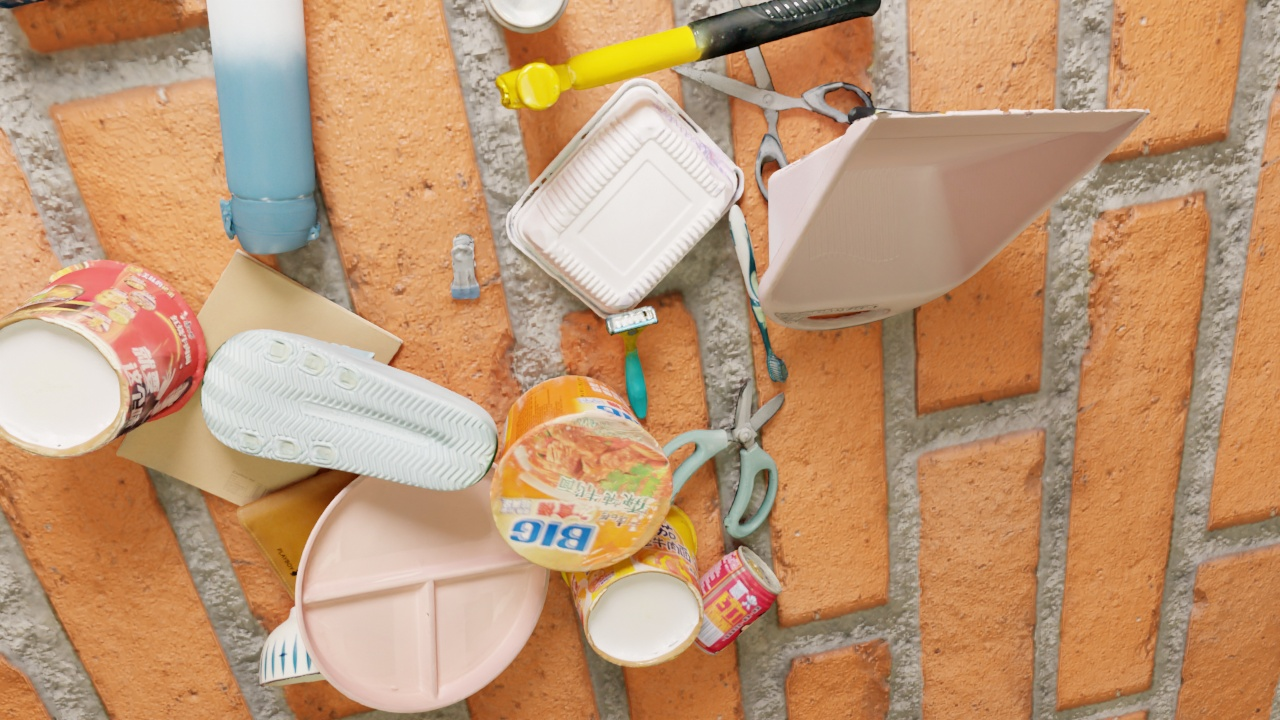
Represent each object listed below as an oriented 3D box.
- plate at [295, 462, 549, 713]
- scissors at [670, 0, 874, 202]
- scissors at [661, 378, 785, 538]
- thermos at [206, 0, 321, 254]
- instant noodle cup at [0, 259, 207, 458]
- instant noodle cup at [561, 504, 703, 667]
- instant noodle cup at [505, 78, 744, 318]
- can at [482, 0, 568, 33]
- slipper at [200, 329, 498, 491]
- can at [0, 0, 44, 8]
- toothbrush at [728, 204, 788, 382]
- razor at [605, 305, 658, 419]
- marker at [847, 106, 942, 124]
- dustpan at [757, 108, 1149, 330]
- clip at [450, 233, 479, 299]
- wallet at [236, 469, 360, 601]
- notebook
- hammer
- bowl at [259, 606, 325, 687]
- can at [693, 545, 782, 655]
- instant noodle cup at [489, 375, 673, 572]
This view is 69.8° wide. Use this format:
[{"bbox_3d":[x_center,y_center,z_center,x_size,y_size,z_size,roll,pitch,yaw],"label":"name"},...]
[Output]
[{"bbox_3d":[-0.187,0.191,0.809,0.229,0.028,0.229,-1,92,-32],"label":"plate"},{"bbox_3d":[0.110,-0.212,0.745,0.159,0.014,0.181,-16,114,-3],"label":"scissors"},{"bbox_3d":[0.086,0.108,0.870,0.170,0.019,0.181,-40,122,-7],"label":"scissors"},{"bbox_3d":[-0.272,-0.186,0.659,0.070,0.070,0.221,0,113,-10],"label":"thermos"},{"bbox_3d":[-0.413,0.004,0.686,0.138,0.108,0.138,-1,109,-4],"label":"instant noodle cup"},{"bbox_3d":[-0.005,0.209,0.857,0.138,0.109,0.138,-3,114,-8],"label":"instant noodle cup"},{"bbox_3d":[-0.009,-0.121,0.739,0.138,0.060,0.173,40,100,-23],"label":"instant noodle cup"},{"bbox_3d":[-0.082,-0.259,0.632,0.058,0.116,0.058,-4,113,-9],"label":"can"},{"bbox_3d":[-0.233,0.038,0.749,0.245,0.074,0.104,16,103,-1],"label":"slipper"},{"bbox_3d":[-0.377,-0.278,0.594,0.111,0.075,0.075,-14,115,-3],"label":"can"},{"bbox_3d":[0.103,-0.052,0.794,0.016,0.018,0.192,-40,131,-25],"label":"toothbrush"},{"bbox_3d":[-0.005,0.005,0.800,0.043,0.028,0.133,-17,139,-9],"label":"razor"},{"bbox_3d":[0.228,-0.198,0.763,0.124,0.015,0.018,1,110,-17],"label":"marker"},{"bbox_3d":[0.212,-0.094,0.705,0.222,0.274,0.139,-6,93,-15],"label":"dustpan"},{"bbox_3d":[-0.145,-0.075,0.757,0.024,0.027,0.056,0,123,-8],"label":"clip"},{"bbox_3d":[-0.272,0.154,0.826,0.130,0.035,0.119,-23,113,-2],"label":"wallet"},{"bbox_3d":[-0.322,0.031,0.776,0.149,0.012,0.212,31,105,-22],"label":"notebook"},{"bbox_3d":[0.038,-0.234,0.675,0.300,0.129,0.033,-19,111,-11],"label":"hammer"},{"bbox_3d":[-0.287,0.256,0.841,0.116,0.117,0.066,-8,71,-7],"label":"bowl"},{"bbox_3d":[0.087,0.237,0.909,0.066,0.066,0.094,40,101,-23],"label":"can"},{"bbox_3d":[-0.056,0.088,0.793,0.151,0.111,0.151,-4,114,-9],"label":"instant noodle cup"}]
